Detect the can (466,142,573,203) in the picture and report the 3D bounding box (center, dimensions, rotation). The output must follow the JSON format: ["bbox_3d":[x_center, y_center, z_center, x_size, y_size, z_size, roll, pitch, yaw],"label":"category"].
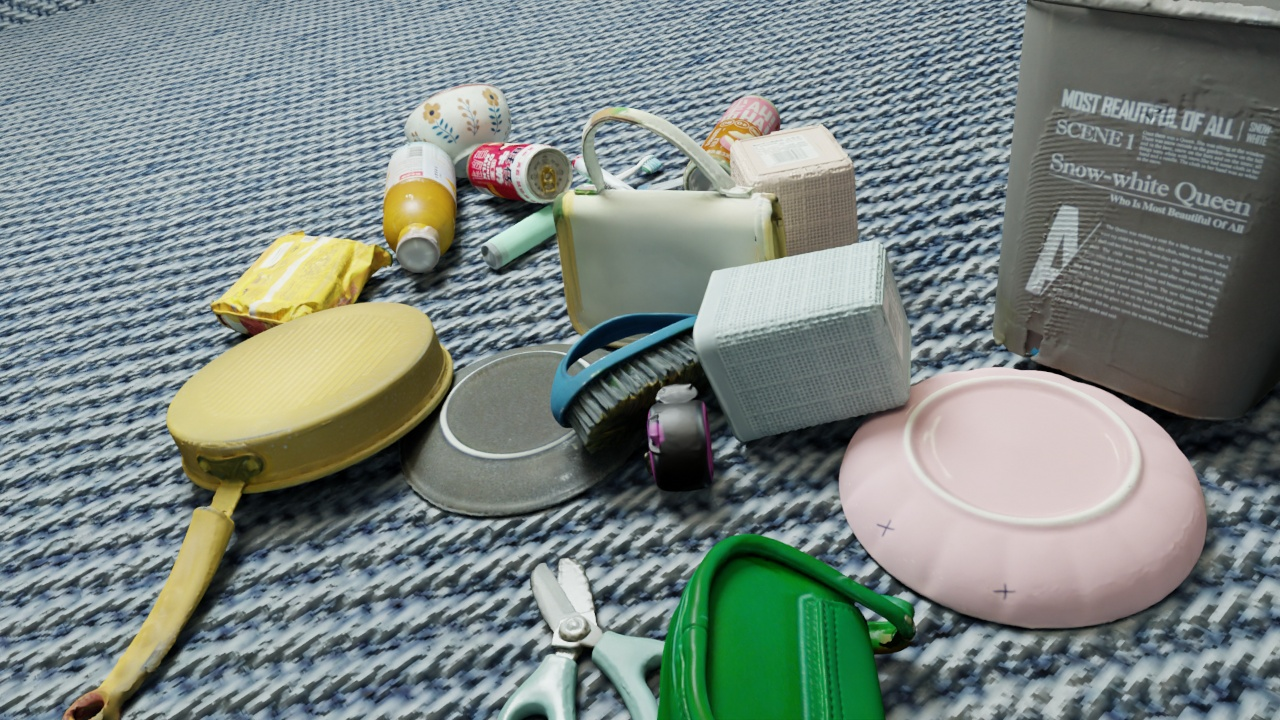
[{"bbox_3d":[-0.117,-0.181,0.881,0.053,0.053,0.133,-29,27,-24],"label":"can"}]

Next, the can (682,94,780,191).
[{"bbox_3d":[0.090,-0.200,0.876,0.058,0.058,0.146,7,40,22],"label":"can"}]

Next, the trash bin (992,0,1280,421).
[{"bbox_3d":[0.321,-0.105,0.535,0.198,0.220,0.199,-22,36,-37],"label":"trash bin"}]

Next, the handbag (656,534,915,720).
[{"bbox_3d":[0.068,0.146,0.399,0.120,0.068,0.131,13,35,-4],"label":"handbag"}]

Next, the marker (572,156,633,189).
[{"bbox_3d":[-0.011,-0.152,0.844,0.017,0.017,0.145,-34,56,-29],"label":"marker"}]

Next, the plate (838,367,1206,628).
[{"bbox_3d":[0.210,0.060,0.515,0.192,0.039,0.192,-7,36,5],"label":"plate"}]

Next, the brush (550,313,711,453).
[{"bbox_3d":[-0.004,0.004,0.602,0.143,0.055,0.073,-25,61,-39],"label":"brush"}]

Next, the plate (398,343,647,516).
[{"bbox_3d":[-0.081,0.035,0.633,0.179,0.024,0.179,-6,36,5],"label":"plate"}]

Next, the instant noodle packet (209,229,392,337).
[{"bbox_3d":[-0.295,-0.066,0.803,0.111,0.044,0.128,12,45,17],"label":"instant noodle packet"}]

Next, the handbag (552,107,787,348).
[{"bbox_3d":[0.022,-0.094,0.651,0.163,0.179,0.063,6,36,21],"label":"handbag"}]

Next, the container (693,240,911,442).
[{"bbox_3d":[0.105,-0.014,0.573,0.112,0.090,0.089,-13,32,24],"label":"container"}]

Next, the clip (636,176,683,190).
[{"bbox_3d":[0.023,-0.162,0.875,0.057,0.032,0.025,-3,35,16],"label":"clip"}]

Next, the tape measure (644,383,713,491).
[{"bbox_3d":[0.023,0.051,0.557,0.039,0.057,0.057,-6,47,6],"label":"tape measure"}]

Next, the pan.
[{"bbox_3d":[-0.252,0.076,0.600,0.198,0.078,0.356,-3,30,21],"label":"pan"}]

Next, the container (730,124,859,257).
[{"bbox_3d":[0.117,-0.112,0.707,0.090,0.111,0.089,-10,36,0],"label":"container"}]

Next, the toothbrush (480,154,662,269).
[{"bbox_3d":[-0.060,-0.148,0.870,0.027,0.027,0.223,40,56,18],"label":"toothbrush"}]

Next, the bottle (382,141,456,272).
[{"bbox_3d":[-0.208,-0.144,0.866,0.068,0.068,0.189,-13,37,-3],"label":"bottle"}]

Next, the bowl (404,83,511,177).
[{"bbox_3d":[-0.185,-0.233,0.969,0.113,0.114,0.062,-21,81,-15],"label":"bowl"}]

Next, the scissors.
[{"bbox_3d":[-0.012,0.155,0.461,0.143,0.019,0.179,-11,35,0],"label":"scissors"}]
